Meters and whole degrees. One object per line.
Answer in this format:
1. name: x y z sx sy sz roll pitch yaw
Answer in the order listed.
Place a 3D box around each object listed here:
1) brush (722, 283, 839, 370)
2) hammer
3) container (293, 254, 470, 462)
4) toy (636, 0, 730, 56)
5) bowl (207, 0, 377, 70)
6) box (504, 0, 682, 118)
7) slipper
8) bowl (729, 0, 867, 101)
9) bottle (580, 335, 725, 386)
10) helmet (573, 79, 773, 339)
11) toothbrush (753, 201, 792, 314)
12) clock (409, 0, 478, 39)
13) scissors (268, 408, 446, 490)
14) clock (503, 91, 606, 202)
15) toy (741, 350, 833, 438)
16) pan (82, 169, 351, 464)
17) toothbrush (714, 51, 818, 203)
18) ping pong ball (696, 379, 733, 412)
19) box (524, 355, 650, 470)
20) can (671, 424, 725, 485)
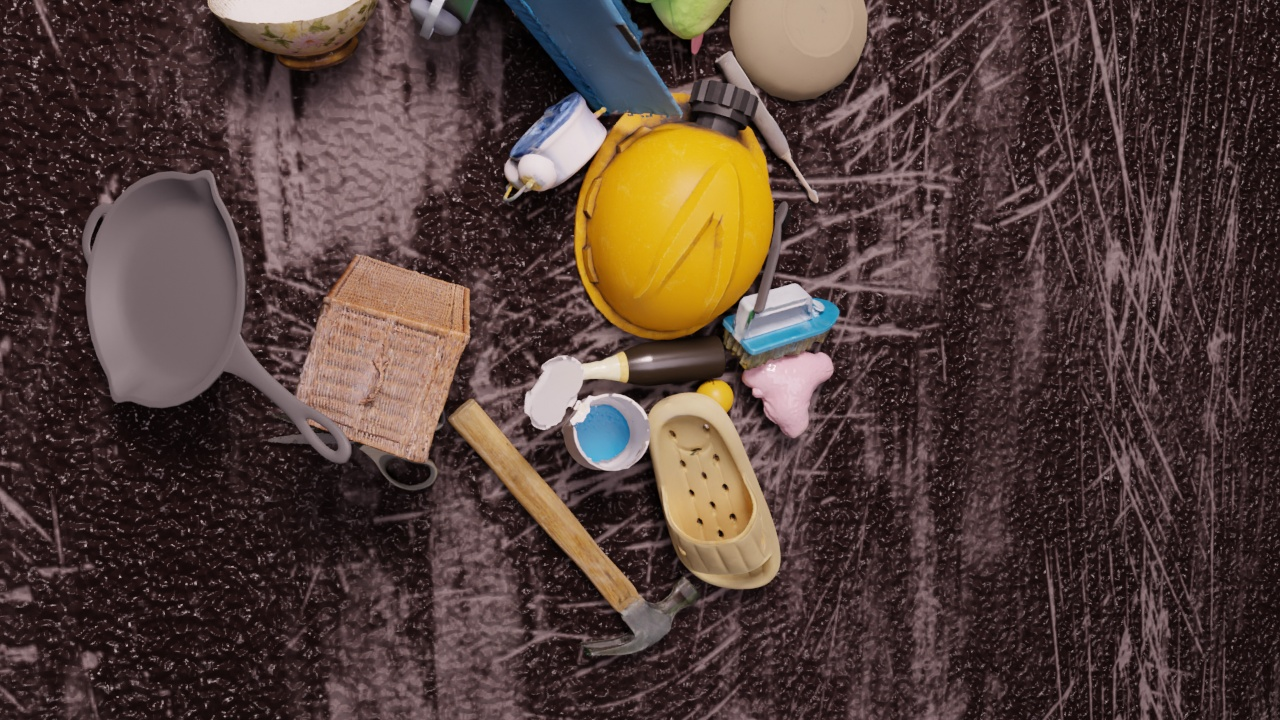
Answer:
1. brush: 0.155 -0.044 0.958 0.135 0.055 0.075 -16 140 -29
2. hammer: -0.081 0.174 0.949 0.132 0.033 0.330 -40 105 -8
3. container: -0.218 -0.010 0.795 0.112 0.198 0.114 19 102 -14
4. toy: 0.039 -0.388 0.844 0.196 0.107 0.150 12 90 -51
5. bowl: -0.287 -0.297 0.791 0.145 0.145 0.063 -21 140 -14
6. box: -0.035 -0.309 0.791 0.231 0.112 0.094 40 67 -58
7. slipper: 0.068 0.153 0.929 0.111 0.079 0.262 -9 120 17
8. bowl: 0.171 -0.350 0.947 0.152 0.050 0.152 -2 98 -17
9. bottle: -0.006 0.005 0.941 0.184 0.045 0.045 -7 99 -16
10. helmet: 0.051 -0.140 0.896 0.205 0.131 0.255 15 93 -19
11. toothbrush: 0.135 -0.107 0.938 0.013 0.013 0.166 45 44 -27
12. clock: -0.154 -0.348 0.802 0.075 0.122 0.161 24 66 -17
13. scissors: -0.266 0.083 0.887 0.164 0.012 0.150 -28 103 -14
14. clock: -0.087 -0.197 0.869 0.125 0.089 0.052 -48 114 -7
15. toy: 0.153 0.023 0.988 0.096 0.053 0.099 27 84 -15
16. pan: -0.343 -0.025 0.740 0.354 0.024 0.217 35 105 22
17. toothbrush: 0.137 -0.241 0.966 0.022 0.024 0.185 -29 109 29
18. ping pong ball: 0.078 0.040 0.973 0.040 0.040 0.040 -2 97 -17
19. box: -0.055 0.054 0.886 0.136 0.147 0.084 40 79 -6
20. can: 0.057 0.085 0.965 0.101 0.055 0.055 41 84 -17
